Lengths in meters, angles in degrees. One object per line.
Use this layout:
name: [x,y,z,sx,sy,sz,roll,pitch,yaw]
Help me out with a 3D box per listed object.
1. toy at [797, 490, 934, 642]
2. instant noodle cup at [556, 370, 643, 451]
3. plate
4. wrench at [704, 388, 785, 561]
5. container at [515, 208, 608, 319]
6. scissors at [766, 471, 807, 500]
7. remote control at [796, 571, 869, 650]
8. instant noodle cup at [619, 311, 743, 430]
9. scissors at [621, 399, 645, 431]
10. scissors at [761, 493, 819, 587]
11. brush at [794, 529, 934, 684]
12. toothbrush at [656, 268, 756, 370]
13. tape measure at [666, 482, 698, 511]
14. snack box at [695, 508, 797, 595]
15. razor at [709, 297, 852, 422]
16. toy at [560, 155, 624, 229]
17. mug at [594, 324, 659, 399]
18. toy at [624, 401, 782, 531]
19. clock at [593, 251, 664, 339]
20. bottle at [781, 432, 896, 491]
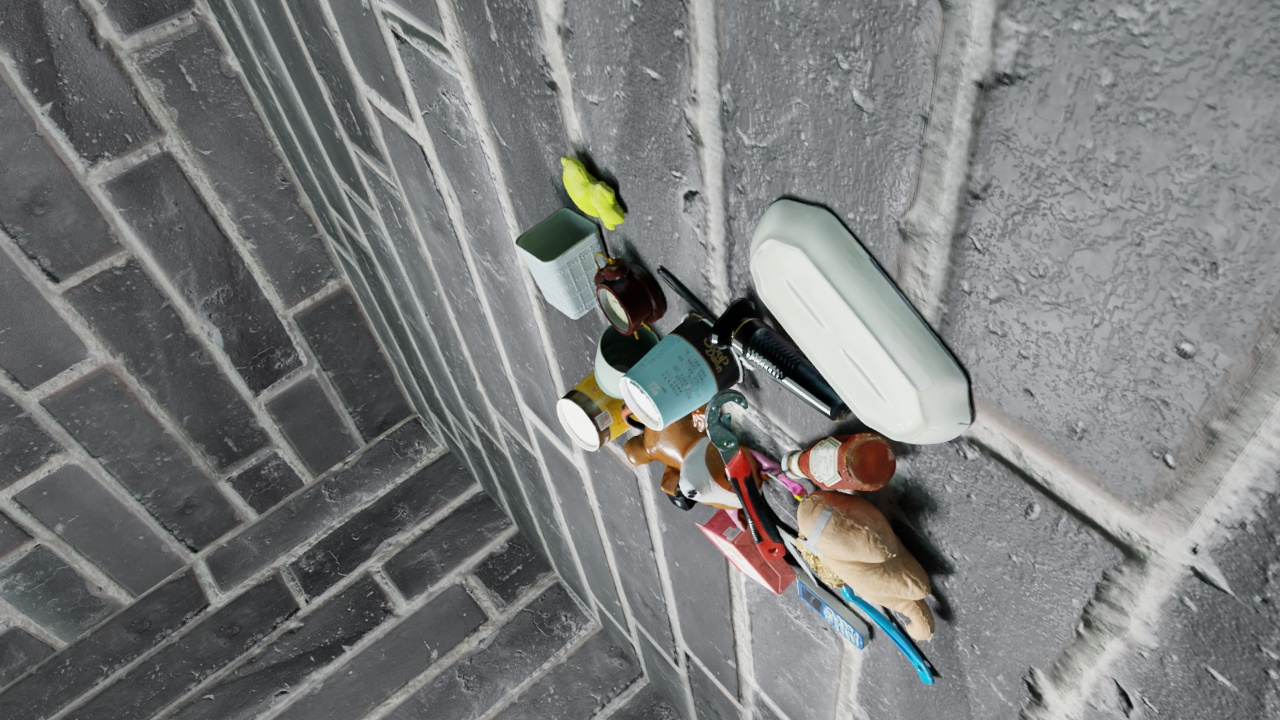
toy: [0.254,0.223,1.009,0.226,0.082,0.143,49,172,-32]
instant noodle cup: [-0.053,0.067,1.378,0.118,0.114,0.119,34,143,30]
plate: [0.185,-0.025,0.829,0.265,0.034,0.162,52,160,6]
wrench: [0.132,0.150,1.137,0.016,0.056,0.274,-97,-11,-60]
container: [-0.096,-0.126,1.229,0.090,0.089,0.111,36,156,43]
scissors: [0.200,0.169,1.100,0.134,0.017,0.133,36,172,29]
remote control: [0.265,0.345,1.267,0.125,0.024,0.049,38,154,36]
instant noodle cup: [0.042,0.019,1.100,0.111,0.120,0.111,46,159,23]
scissors: [0.024,0.106,1.362,0.205,0.198,0.015,-43,39,48]
scissors: [0.168,0.216,1.280,0.221,0.021,0.228,13,134,62]
brush: [0.282,0.303,1.148,0.254,0.045,0.083,50,162,1]
toothbrush: [0.076,-0.051,1.068,0.181,0.018,0.016,46,162,26]
tape measure: [0.070,0.191,1.398,0.066,0.065,0.033,23,146,54]
snack box: [0.153,0.274,1.339,0.113,0.044,0.127,49,168,-17]
razor: [0.149,0.003,0.949,0.167,0.062,0.067,40,-173,22]
toy: [-0.060,-0.201,1.108,0.100,0.031,0.097,28,150,50]
mug: [-0.008,0.007,1.271,0.112,0.082,0.106,22,155,3]
toy: [0.080,0.131,1.206,0.199,0.130,0.140,36,131,14]
clock: [-0.021,-0.087,1.167,0.122,0.055,0.082,57,160,-4]
bottle: [0.202,0.110,0.981,0.060,0.059,0.206,55,166,-1]
